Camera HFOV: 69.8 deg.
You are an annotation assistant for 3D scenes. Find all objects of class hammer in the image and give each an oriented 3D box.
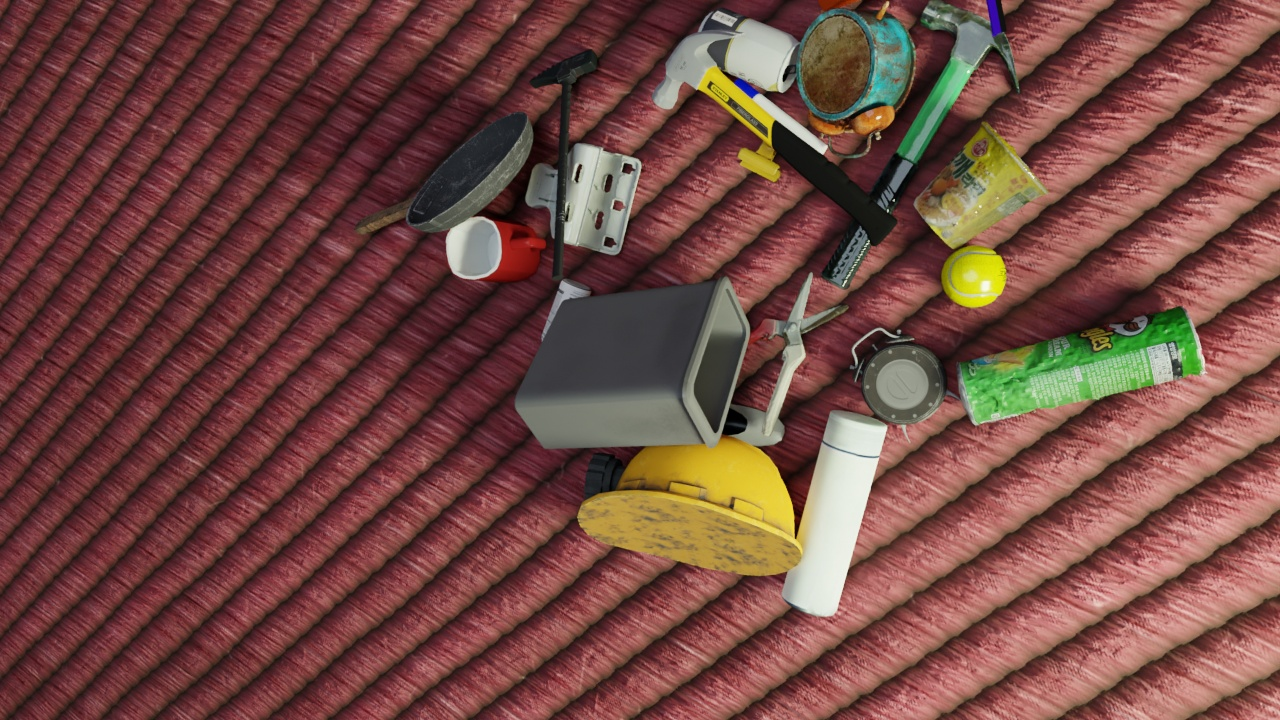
[{"bbox_3d":[-0.099,-0.236,1.105,0.095,0.015,0.324,-14,60,26],"label":"hammer"},{"bbox_3d":[0.155,-0.248,1.025,0.323,0.029,0.127,43,134,11],"label":"hammer"},{"bbox_3d":[0.295,-0.223,1.012,0.130,0.032,0.319,33,105,17],"label":"hammer"}]

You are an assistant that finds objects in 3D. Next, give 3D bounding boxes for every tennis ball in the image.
[{"bbox_3d":[0.354,-0.089,0.975,0.065,0.065,0.065,1,93,23],"label":"tennis ball"}]

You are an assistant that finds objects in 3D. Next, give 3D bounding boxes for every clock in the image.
[{"bbox_3d":[0.235,-0.301,0.996,0.121,0.073,0.158,20,115,52],"label":"clock"},{"bbox_3d":[0.290,0.021,1.020,0.091,0.043,0.123,-40,78,20],"label":"clock"}]

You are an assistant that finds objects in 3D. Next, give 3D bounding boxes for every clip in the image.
[{"bbox_3d":[0.145,-0.241,1.076,0.054,0.046,0.048,32,129,20],"label":"clip"},{"bbox_3d":[-0.084,-0.209,1.148,0.151,0.110,0.127,17,97,11],"label":"clip"}]

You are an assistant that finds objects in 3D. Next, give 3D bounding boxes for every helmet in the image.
[{"bbox_3d":[0.067,0.150,1.062,0.256,0.205,0.131,6,60,15],"label":"helmet"}]

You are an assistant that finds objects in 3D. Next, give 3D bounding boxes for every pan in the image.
[{"bbox_3d":[-0.268,-0.217,1.208,0.358,0.207,0.040,-16,130,40],"label":"pan"}]

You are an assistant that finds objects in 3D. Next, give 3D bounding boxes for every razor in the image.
[{"bbox_3d":[0.094,0.072,1.103,0.156,0.060,0.057,11,86,2],"label":"razor"}]

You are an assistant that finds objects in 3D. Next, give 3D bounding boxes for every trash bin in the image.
[{"bbox_3d":[-0.006,0.006,1.058,0.220,0.191,0.098,-5,134,28],"label":"trash bin"}]

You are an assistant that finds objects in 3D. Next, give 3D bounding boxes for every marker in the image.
[{"bbox_3d":[0.158,-0.280,1.068,0.133,0.027,0.023,43,144,15],"label":"marker"}]

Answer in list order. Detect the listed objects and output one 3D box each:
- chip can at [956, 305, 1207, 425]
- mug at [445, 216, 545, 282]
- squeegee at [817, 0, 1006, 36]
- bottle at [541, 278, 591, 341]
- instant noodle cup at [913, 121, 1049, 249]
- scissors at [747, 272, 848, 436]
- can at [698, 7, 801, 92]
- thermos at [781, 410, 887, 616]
[{"bbox_3d":[0.443,0.009,0.940,0.224,0.075,0.075,-16,87,23],"label":"chip can"},{"bbox_3d":[-0.174,-0.143,1.177,0.116,0.096,0.080,-3,91,23],"label":"mug"},{"bbox_3d":[0.277,-0.426,0.988,0.185,0.055,0.249,-16,67,37],"label":"squeegee"},{"bbox_3d":[-0.101,-0.045,1.182,0.041,0.041,0.116,25,102,20],"label":"bottle"},{"bbox_3d":[0.350,-0.178,0.960,0.108,0.102,0.102,-43,77,24],"label":"instant noodle cup"},{"bbox_3d":[0.156,-0.002,1.074,0.200,0.015,0.179,-18,67,28],"label":"scissors"},{"bbox_3d":[0.130,-0.354,1.055,0.127,0.064,0.064,30,103,19],"label":"can"},{"bbox_3d":[0.220,0.173,1.046,0.068,0.067,0.230,17,100,21],"label":"thermos"}]
